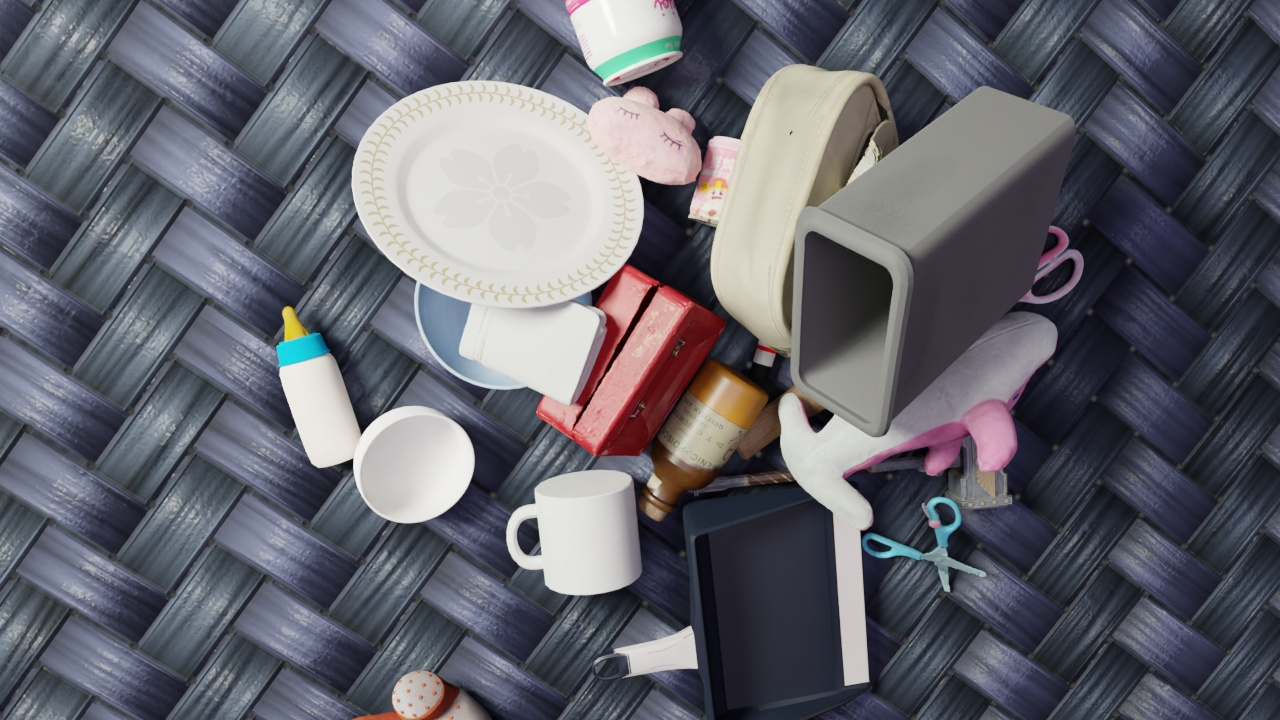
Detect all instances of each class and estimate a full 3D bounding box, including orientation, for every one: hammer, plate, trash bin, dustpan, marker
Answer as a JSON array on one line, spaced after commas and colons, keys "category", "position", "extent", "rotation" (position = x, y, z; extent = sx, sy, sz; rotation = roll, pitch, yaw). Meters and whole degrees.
[{"category": "hammer", "position": [0.215, -0.005, 0.884], "extent": [0.305, 0.040, 0.132], "rotation": [-33, 97, 1]}, {"category": "plate", "position": [-0.117, -0.142, 0.774], "extent": [0.242, 0.016, 0.242], "rotation": [7, 59, -12]}, {"category": "trash bin", "position": [0.227, -0.079, 0.724], "extent": [0.219, 0.097, 0.192], "rotation": [-37, 143, -25]}, {"category": "hammer", "position": [0.200, 0.107, 0.900], "extent": [0.322, 0.044, 0.098], "rotation": [-6, 99, -3]}, {"category": "dustpan", "position": [0.089, 0.254, 0.871], "extent": [0.273, 0.080, 0.236], "rotation": [-7, 105, -1]}, {"category": "marker", "position": [0.133, -0.052, 0.878], "extent": [0.019, 0.019, 0.145], "rotation": [15, 96, -8]}]

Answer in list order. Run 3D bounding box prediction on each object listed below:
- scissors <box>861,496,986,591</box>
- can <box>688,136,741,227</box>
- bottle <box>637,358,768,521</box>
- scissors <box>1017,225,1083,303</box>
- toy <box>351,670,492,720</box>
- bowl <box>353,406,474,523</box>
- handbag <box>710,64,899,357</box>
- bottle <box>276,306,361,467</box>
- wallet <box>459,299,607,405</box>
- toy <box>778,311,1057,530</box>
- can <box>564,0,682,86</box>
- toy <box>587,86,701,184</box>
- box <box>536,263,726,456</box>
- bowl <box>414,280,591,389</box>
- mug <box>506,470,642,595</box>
[{"category": "scissors", "position": [0.280, 0.190, 0.918], "extent": [0.126, 0.015, 0.136], "rotation": [-10, 119, 18]}, {"category": "can", "position": [0.085, -0.158, 0.833], "extent": [0.067, 0.067, 0.076], "rotation": [15, 97, -8]}, {"category": "bottle", "position": [0.050, 0.079, 0.856], "extent": [0.068, 0.068, 0.157], "rotation": [32, 98, -10]}, {"category": "scissors", "position": [0.358, -0.062, 0.905], "extent": [0.174, 0.017, 0.076], "rotation": [-38, 99, 0]}, {"category": "toy", "position": [-0.217, 0.392, 0.866], "extent": [0.172, 0.093, 0.164], "rotation": [-39, 101, 1]}, {"category": "bowl", "position": [-0.208, 0.090, 0.834], "extent": [0.104, 0.054, 0.105], "rotation": [-7, 106, -26]}, {"category": "handbag", "position": [0.164, -0.119, 0.789], "extent": [0.184, 0.132, 0.229], "rotation": [31, 87, -48]}, {"category": "bottle", "position": [-0.293, 0.022, 0.824], "extent": [0.051, 0.051, 0.146], "rotation": [-16, 100, -4]}, {"category": "wallet", "position": [-0.089, -0.021, 0.760], "extent": [0.116, 0.032, 0.086], "rotation": [27, 99, 15]}, {"category": "toy", "position": [0.259, 0.052, 0.833], "extent": [0.265, 0.186, 0.128], "rotation": [-29, 140, 0]}, {"category": "can", "position": [-0.026, -0.329, 0.785], "extent": [0.088, 0.088, 0.166], "rotation": [-21, 100, -3]}, {"category": "toy", "position": [0.009, -0.202, 0.808], "extent": [0.108, 0.104, 0.053], "rotation": [26, 130, -5]}, {"category": "box", "position": [-0.003, 0.006, 0.805], "extent": [0.087, 0.129, 0.158], "rotation": [32, 95, 17]}, {"category": "bowl", "position": [-0.121, -0.053, 0.821], "extent": [0.150, 0.075, 0.150], "rotation": [-1, 98, -7]}, {"category": "mug", "position": [-0.063, 0.159, 0.849], "extent": [0.121, 0.091, 0.090], "rotation": [-6, 99, -6]}]
